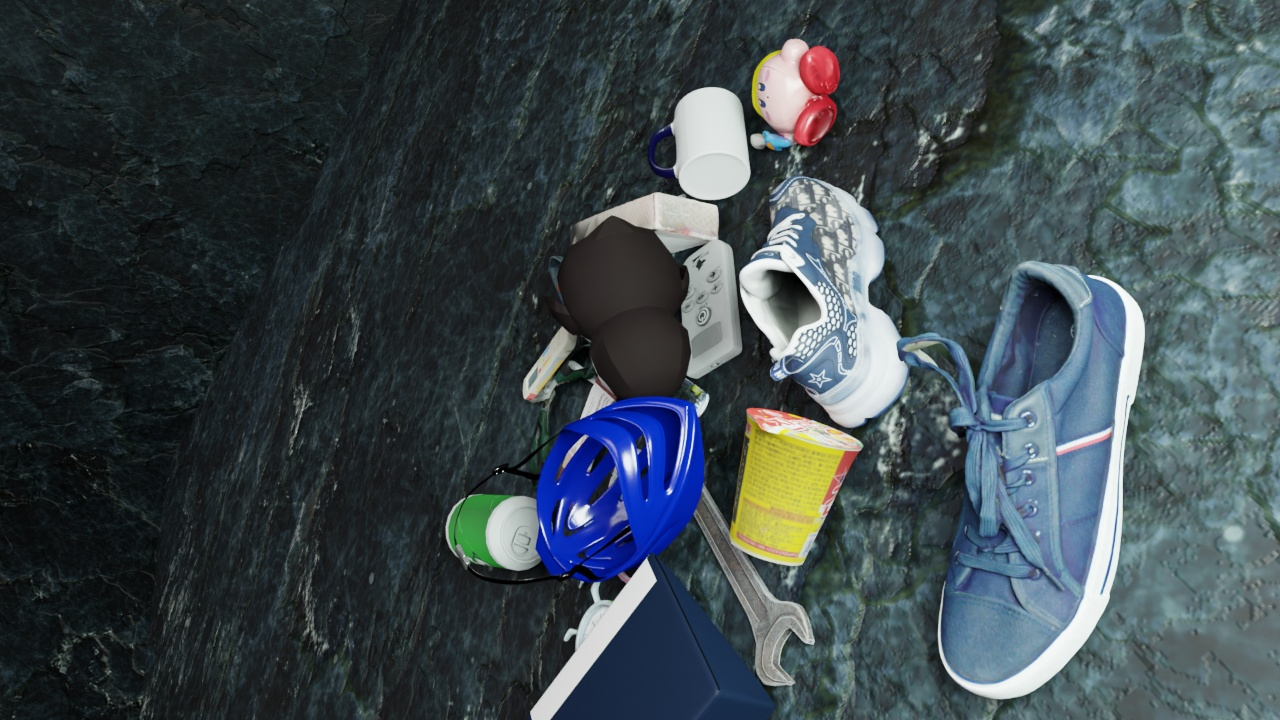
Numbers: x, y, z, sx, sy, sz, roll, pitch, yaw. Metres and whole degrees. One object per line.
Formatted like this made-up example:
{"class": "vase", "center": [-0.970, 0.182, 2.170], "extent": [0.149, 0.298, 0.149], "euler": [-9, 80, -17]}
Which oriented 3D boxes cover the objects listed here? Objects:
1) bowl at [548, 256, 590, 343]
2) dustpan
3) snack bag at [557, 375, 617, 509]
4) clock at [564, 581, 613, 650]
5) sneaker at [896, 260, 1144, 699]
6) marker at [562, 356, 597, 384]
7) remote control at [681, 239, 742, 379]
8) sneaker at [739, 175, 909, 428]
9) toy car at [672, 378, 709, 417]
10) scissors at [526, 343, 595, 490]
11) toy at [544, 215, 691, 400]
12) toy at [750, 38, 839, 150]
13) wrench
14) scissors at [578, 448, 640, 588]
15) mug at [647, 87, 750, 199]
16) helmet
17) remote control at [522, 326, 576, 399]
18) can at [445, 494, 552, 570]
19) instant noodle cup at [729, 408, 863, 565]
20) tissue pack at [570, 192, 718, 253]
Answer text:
{"class": "bowl", "center": [-0.053, -0.079, 1.129], "extent": [0.057, 0.137, 0.137], "euler": [-31, 32, -15]}
{"class": "dustpan", "center": [0.018, 0.353, 0.808], "extent": [0.237, 0.080, 0.273], "euler": [-55, 32, 16]}
{"class": "snack bag", "center": [-0.065, 0.098, 1.095], "extent": [0.057, 0.013, 0.158], "euler": [38, 111, 53]}
{"class": "clock", "center": [-0.023, 0.287, 0.919], "extent": [0.094, 0.042, 0.119], "euler": [-62, 34, 12]}
{"class": "sneaker", "center": [0.236, 0.070, 0.602], "extent": [0.121, 0.127, 0.294], "euler": [8, 81, 55]}
{"class": "marker", "center": [-0.069, 0.017, 1.158], "extent": [0.152, 0.011, 0.011], "euler": [31, 98, 56]}
{"class": "remote control", "center": [0.072, -0.060, 0.993], "extent": [0.074, 0.019, 0.150], "euler": [-33, 47, 41]}
{"class": "sneaker", "center": [0.139, -0.075, 0.807], "extent": [0.103, 0.132, 0.268], "euler": [-40, 42, 38]}
{"class": "toy car", "center": [0.045, 0.040, 0.968], "extent": [0.039, 0.027, 0.090], "euler": [-57, 25, 2]}
{"class": "scissors", "center": [-0.107, 0.065, 1.168], "extent": [0.202, 0.015, 0.205], "euler": [-23, 57, 56]}
{"class": "toy", "center": [-0.010, -0.045, 0.958], "extent": [0.140, 0.159, 0.184], "euler": [96, 159, -62]}
{"class": "toy", "center": [0.158, -0.279, 0.963], "extent": [0.131, 0.096, 0.124], "euler": [34, 140, 48]}
{"class": "wrench", "center": [0.084, 0.181, 0.855], "extent": [0.070, 0.010, 0.273], "euler": [-56, 36, 19]}
{"class": "scissors", "center": [-0.025, 0.178, 1.009], "extent": [0.171, 0.013, 0.177], "euler": [14, 86, 58]}
{"class": "mug", "center": [0.063, -0.240, 1.031], "extent": [0.112, 0.079, 0.096], "euler": [-8, 59, 10]}
{"class": "helmet", "center": [-0.057, 0.130, 0.872], "extent": [0.147, 0.227, 0.242], "euler": [53, 126, 26]}
{"class": "remote control", "center": [-0.120, 0.003, 1.192], "extent": [0.126, 0.018, 0.038], "euler": [-50, 31, 35]}
{"class": "can", "center": [-0.176, 0.211, 1.134], "extent": [0.140, 0.087, 0.087], "euler": [-9, 65, 52]}
{"class": "instant noodle cup", "center": [0.124, 0.108, 0.776], "extent": [0.100, 0.100, 0.112], "euler": [27, 105, 56]}
{"class": "tissue pack", "center": [0.004, -0.159, 1.078], "extent": [0.182, 0.103, 0.071], "euler": [-12, 78, 54]}
